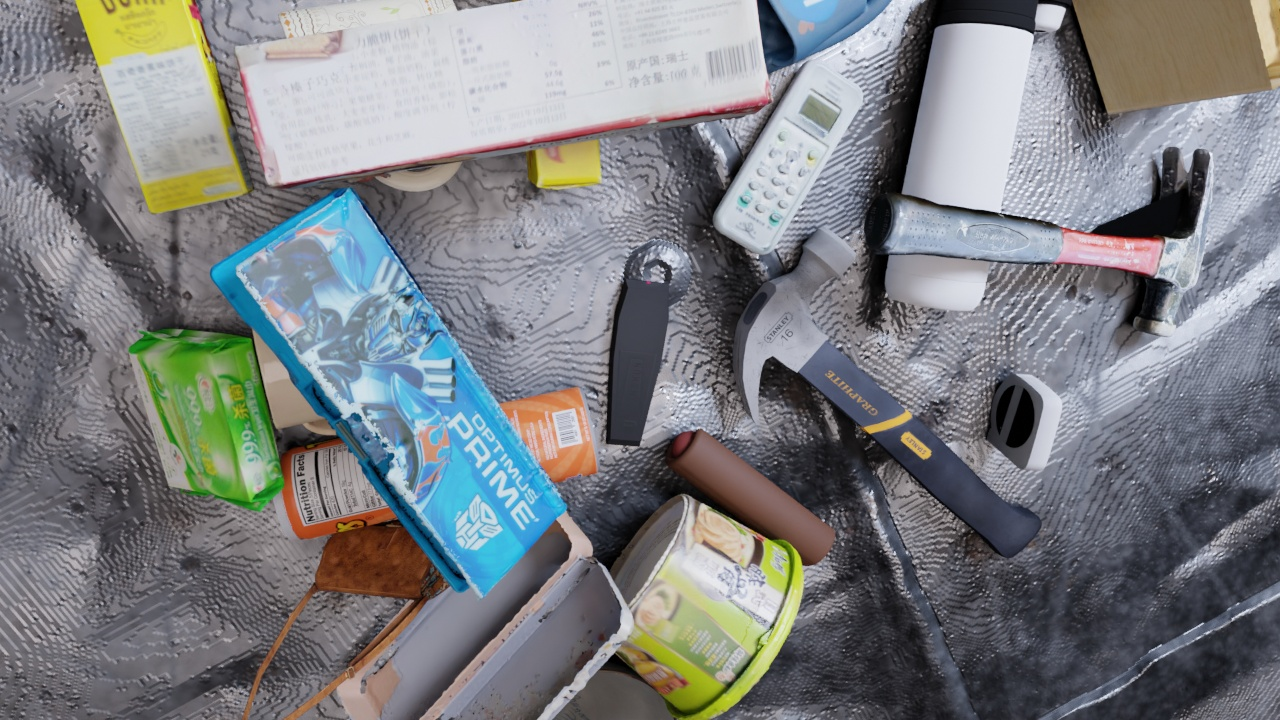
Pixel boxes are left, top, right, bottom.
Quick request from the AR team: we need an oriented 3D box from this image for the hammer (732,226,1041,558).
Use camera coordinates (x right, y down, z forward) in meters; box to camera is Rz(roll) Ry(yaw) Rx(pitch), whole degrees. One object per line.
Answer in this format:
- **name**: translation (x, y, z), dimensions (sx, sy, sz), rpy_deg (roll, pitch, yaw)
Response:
- **hammer**: translation (0.201, 0.049, 0.703), dimensions (0.312, 0.035, 0.139), rpy_deg (38, 97, -18)

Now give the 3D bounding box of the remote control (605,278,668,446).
- **remote control**: translation (-0.004, 0.004, 0.665), dimensions (0.039, 0.010, 0.125), rpy_deg (5, 105, -12)

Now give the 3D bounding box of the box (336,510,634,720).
- **box**: translation (-0.110, 0.206, 0.633), dimensions (0.216, 0.157, 0.063), rpy_deg (-48, 130, 4)

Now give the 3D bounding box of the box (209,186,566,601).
- **box**: translation (-0.136, 0.025, 0.538), dimensions (0.090, 0.066, 0.243), rpy_deg (-37, 112, -15)

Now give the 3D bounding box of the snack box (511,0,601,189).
- **snack box**: translation (-0.055, -0.208, 0.555), dimensions (0.042, 0.092, 0.201), rpy_deg (-6, 106, -9)

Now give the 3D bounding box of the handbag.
- **handbag**: translation (-0.188, 0.158, 0.576), dimensions (0.094, 0.195, 0.043), rpy_deg (1, 114, 18)

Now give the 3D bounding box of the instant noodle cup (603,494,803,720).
- **instant noodle cup**: translation (0.036, 0.169, 0.652), dimensions (0.098, 0.146, 0.146), rpy_deg (37, 96, -7)

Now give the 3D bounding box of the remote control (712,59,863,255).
- **remote control**: translation (0.101, -0.140, 0.638), dimensions (0.050, 0.022, 0.133), rpy_deg (29, 98, -16)

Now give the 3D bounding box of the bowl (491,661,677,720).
- **bowl**: translation (-0.049, 0.282, 0.706), dimensions (0.150, 0.056, 0.151), rpy_deg (-3, 110, -9)

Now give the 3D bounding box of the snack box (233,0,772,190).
- **snack box**: translation (-0.070, -0.150, 0.498), dimensions (0.273, 0.044, 0.076), rpy_deg (-11, 100, -3)

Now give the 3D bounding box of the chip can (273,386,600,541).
- **chip can**: translation (-0.137, 0.070, 0.631), dimensions (0.210, 0.062, 0.062), rpy_deg (-12, 107, -7)

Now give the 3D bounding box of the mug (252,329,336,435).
- **mug**: translation (-0.190, 0.004, 0.601), dimensions (0.104, 0.085, 0.112), rpy_deg (-12, 135, -18)

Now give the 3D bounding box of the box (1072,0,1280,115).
- **box**: translation (0.355, -0.300, 0.587), dimensions (0.148, 0.140, 0.249), rpy_deg (-26, 108, 5)

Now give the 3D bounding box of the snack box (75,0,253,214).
- **snack box**: translation (-0.289, -0.169, 0.558), dimensions (0.061, 0.025, 0.149), rpy_deg (-13, 107, -6)

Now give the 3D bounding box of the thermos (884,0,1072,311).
- **thermos**: translation (0.238, -0.152, 0.640), dimensions (0.101, 0.068, 0.230), rpy_deg (3, 104, -20)

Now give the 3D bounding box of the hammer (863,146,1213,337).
- **hammer**: translation (0.283, -0.089, 0.628), dimensions (0.325, 0.036, 0.140), rpy_deg (1, 105, -30)

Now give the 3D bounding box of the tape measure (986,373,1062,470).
- **tape measure**: translation (0.292, 0.046, 0.703), dimensions (0.016, 0.064, 0.065), rpy_deg (4, 111, -12)

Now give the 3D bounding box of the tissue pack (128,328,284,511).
- **tissue pack**: translation (-0.275, 0.035, 0.582), dimensions (0.100, 0.034, 0.114), rpy_deg (4, 111, 33)

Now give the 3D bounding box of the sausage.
- **sausage**: translation (0.084, 0.103, 0.694), dimensions (0.155, 0.040, 0.040), rpy_deg (38, 95, -17)

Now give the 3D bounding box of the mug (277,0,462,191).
- **mug**: translation (-0.148, -0.162, 0.556), dimensions (0.097, 0.081, 0.122), rpy_deg (-21, 92, -12)

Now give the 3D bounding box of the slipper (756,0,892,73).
- **slipper**: translation (0.074, -0.234, 0.590), dimensions (0.214, 0.059, 0.104), rpy_deg (-29, 106, 0)
